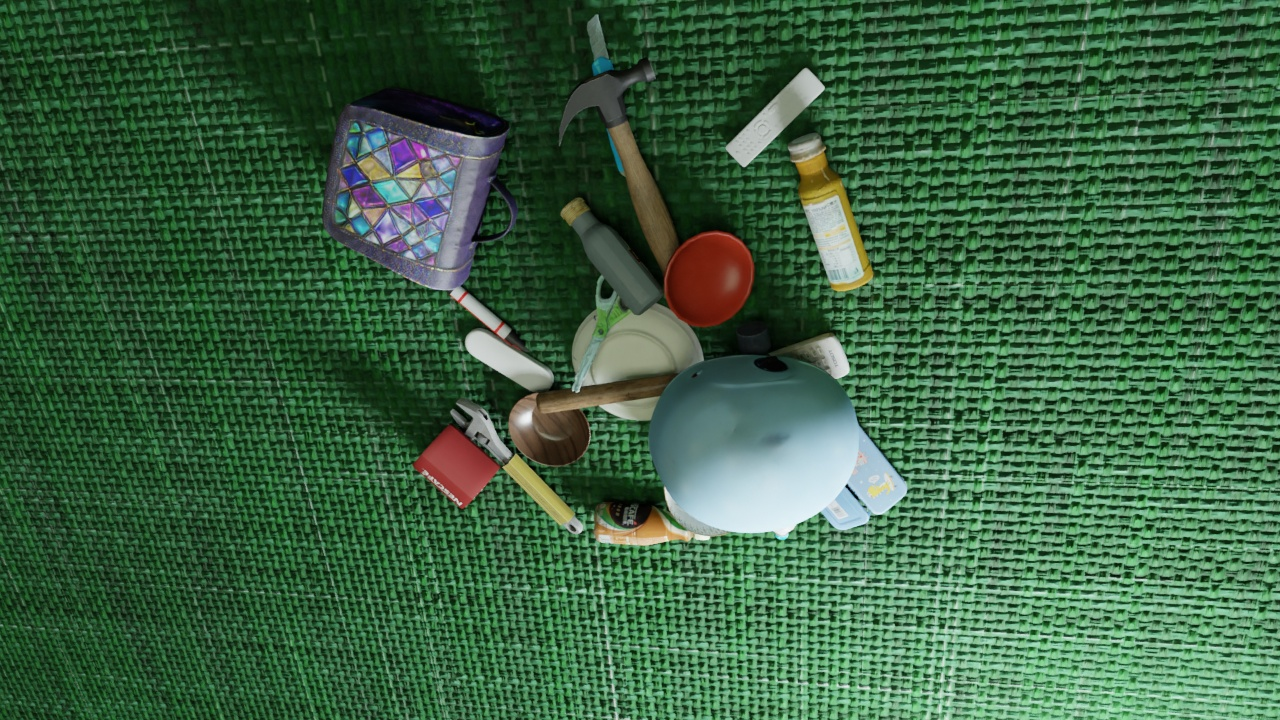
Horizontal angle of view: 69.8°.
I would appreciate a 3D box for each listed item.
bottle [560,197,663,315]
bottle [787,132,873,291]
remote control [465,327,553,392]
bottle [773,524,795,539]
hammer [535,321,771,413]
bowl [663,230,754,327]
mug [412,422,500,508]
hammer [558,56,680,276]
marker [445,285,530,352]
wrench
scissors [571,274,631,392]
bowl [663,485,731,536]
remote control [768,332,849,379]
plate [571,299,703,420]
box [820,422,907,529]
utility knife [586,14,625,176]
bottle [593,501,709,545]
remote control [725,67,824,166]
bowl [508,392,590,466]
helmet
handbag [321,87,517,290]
[{"bbox_3d":[-0.038,-0.132,1.148,0.046,0.072,0.161,-39,88,-5],"label":"bottle"},{"bbox_3d":[0.222,-0.175,1.086,0.053,0.053,0.186,-17,111,19],"label":"bottle"},{"bbox_3d":[-0.183,0.000,1.280,0.136,0.013,0.043,32,118,-4],"label":"remote control"},{"bbox_3d":[0.195,0.196,1.268,0.044,0.044,0.136,2,130,11],"label":"bottle"},{"bbox_3d":[0.017,0.035,1.202,0.322,0.040,0.129,-9,119,12],"label":"hammer"},{"bbox_3d":[0.080,-0.105,1.141,0.121,0.035,0.122,-8,113,-19],"label":"bowl"},{"bbox_3d":[-0.272,0.157,1.340,0.096,0.080,0.117,42,152,-5],"label":"mug"},{"bbox_3d":[0.002,-0.198,1.122,0.132,0.040,0.305,-20,114,7],"label":"hammer"},{"bbox_3d":[-0.209,-0.059,1.254,0.145,0.019,0.019,41,117,-9],"label":"marker"},{"bbox_3d":[-0.177,0.158,1.341,0.273,0.018,0.084,47,143,-13],"label":"wrench"},{"bbox_3d":[-0.051,-0.037,1.192,0.065,0.033,0.174,25,96,2],"label":"scissors"},{"bbox_3d":[0.089,0.163,1.256,0.145,0.063,0.145,1,88,-17],"label":"bowl"},{"bbox_3d":[0.199,0.010,1.196,0.139,0.025,0.060,-20,110,20],"label":"remote control"},{"bbox_3d":[-0.007,0.007,1.234,0.182,0.034,0.182,5,116,10],"label":"plate"},{"bbox_3d":[0.257,0.136,1.238,0.127,0.039,0.209,-34,106,25],"label":"box"},{"bbox_3d":[-0.033,-0.310,1.096,0.031,0.015,0.198,-9,117,11],"label":"utility knife"},{"bbox_3d":[0.017,0.238,1.327,0.167,0.059,0.059,2,116,11],"label":"bottle"},{"bbox_3d":[0.156,-0.283,1.070,0.033,0.012,0.131,44,116,-8],"label":"remote control"},{"bbox_3d":[-0.126,0.091,1.301,0.119,0.032,0.119,5,116,10],"label":"bowl"},{"bbox_3d":[0.148,0.115,1.123,0.265,0.166,0.226,-6,114,-4],"label":"helmet"},{"bbox_3d":[-0.259,-0.211,1.132,0.222,0.125,0.205,21,118,0],"label":"handbag"}]
